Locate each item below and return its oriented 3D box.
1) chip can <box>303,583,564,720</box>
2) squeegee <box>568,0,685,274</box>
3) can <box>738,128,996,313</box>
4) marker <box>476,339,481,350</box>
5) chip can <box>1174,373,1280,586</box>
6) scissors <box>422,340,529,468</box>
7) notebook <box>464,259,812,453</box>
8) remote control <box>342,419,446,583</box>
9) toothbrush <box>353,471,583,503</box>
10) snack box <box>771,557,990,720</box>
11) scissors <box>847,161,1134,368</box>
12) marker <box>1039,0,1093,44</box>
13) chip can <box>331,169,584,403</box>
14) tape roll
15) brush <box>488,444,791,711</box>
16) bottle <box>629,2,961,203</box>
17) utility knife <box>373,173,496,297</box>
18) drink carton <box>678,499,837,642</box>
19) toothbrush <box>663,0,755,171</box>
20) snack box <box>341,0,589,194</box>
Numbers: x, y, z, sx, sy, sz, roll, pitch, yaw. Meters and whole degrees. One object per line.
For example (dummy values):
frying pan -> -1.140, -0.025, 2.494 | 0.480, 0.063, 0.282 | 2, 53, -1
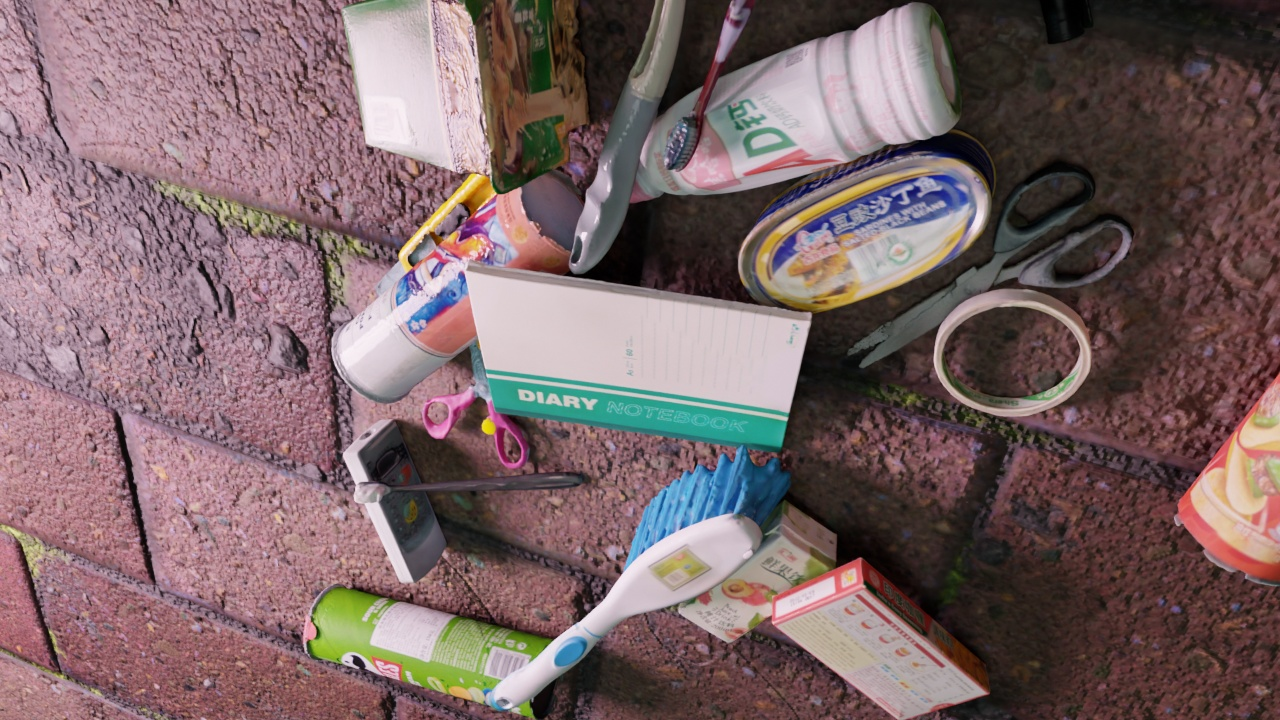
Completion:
chip can -> -0.187, 0.262, 0.833 | 0.236, 0.072, 0.072 | 8, 120, 18
squeegee -> -0.001, -0.151, 0.488 | 0.246, 0.039, 0.247 | 53, 140, 40
can -> 0.127, -0.077, 0.526 | 0.148, 0.049, 0.074 | -21, 107, 31
marker -> -0.060, -0.023, 0.652 | 0.124, 0.015, 0.018 | -10, 105, 21
chip can -> 0.367, 0.019, 0.469 | 0.073, 0.073, 0.217 | 22, 124, 10
scissors -> -0.128, 0.025, 0.709 | 0.124, 0.017, 0.133 | -1, 113, 22
notebook -> -0.004, 0.003, 0.598 | 0.209, 0.012, 0.151 | 8, 143, 7
remote control -> -0.202, 0.119, 0.768 | 0.019, 0.056, 0.135 | -6, 115, 24
toothbrush -> -0.135, 0.099, 0.719 | 0.181, 0.018, 0.016 | -4, 111, 0
snack box -> 0.171, 0.202, 0.651 | 0.077, 0.027, 0.156 | -33, 118, 31
scissors -> 0.191, -0.051, 0.540 | 0.174, 0.014, 0.141 | 2, 119, 25
marker -> 0.193, -0.219, 0.437 | 0.022, 0.020, 0.132 | -17, 111, 11
chip can -> -0.124, -0.047, 0.631 | 0.215, 0.071, 0.071 | -32, 102, 33
tape roll -> 0.219, -0.004, 0.543 | 0.086, 0.013, 0.086 | 11, 131, 13
brush -> -0.014, 0.175, 0.693 | 0.060, 0.109, 0.316 | 40, 130, -12
bottle -> 0.071, -0.133, 0.510 | 0.197, 0.068, 0.068 | -11, 113, 31
utility knife -> -0.135, -0.090, 0.647 | 0.198, 0.015, 0.033 | -36, 100, 34
drink carton -> 0.086, 0.156, 0.676 | 0.053, 0.045, 0.123 | 34, 127, -11
toothbrush -> 0.050, -0.183, 0.463 | 0.016, 0.017, 0.188 | 32, 115, 19
snack box -> -0.104, -0.168, 0.533 | 0.106, 0.117, 0.118 | 7, 117, 24
